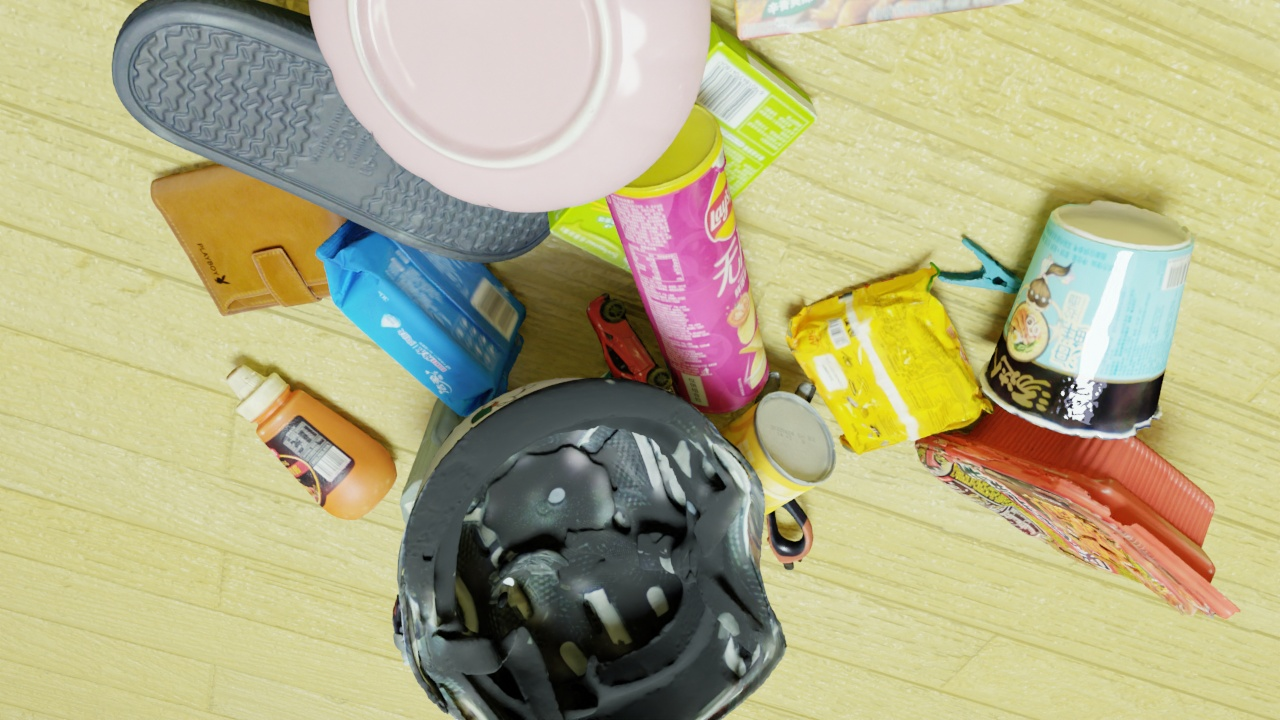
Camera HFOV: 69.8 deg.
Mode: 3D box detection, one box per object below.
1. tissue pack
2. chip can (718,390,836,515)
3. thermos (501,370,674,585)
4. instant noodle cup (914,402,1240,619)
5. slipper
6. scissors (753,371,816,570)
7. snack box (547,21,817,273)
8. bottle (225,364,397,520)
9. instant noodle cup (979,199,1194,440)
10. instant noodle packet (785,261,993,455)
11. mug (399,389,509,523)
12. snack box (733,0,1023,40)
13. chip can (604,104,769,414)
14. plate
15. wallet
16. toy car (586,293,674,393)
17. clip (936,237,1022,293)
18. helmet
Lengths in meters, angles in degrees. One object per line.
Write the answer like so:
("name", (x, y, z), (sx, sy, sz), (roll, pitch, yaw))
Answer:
("tissue pack", (-0.140, -0.038, 0.609), (0.052, 0.094, 0.157), (-26, 120, 31))
("chip can", (0.049, 0.102, 0.680), (0.072, 0.071, 0.214), (31, 137, -17))
("thermos", (-0.050, 0.092, 0.717), (0.073, 0.073, 0.225), (29, 124, -15))
("instant noodle cup", (0.302, 0.091, 0.631), (0.164, 0.189, 0.079), (34, 87, -20))
("slipper", (-0.153, -0.143, 0.530), (0.267, 0.083, 0.111), (17, 130, -40))
("scissors", (0.102, 0.095, 0.709), (0.202, 0.015, 0.206), (-26, 115, 39))
("snack box", (0.022, -0.119, 0.557), (0.085, 0.026, 0.157), (23, 128, -34))
("bottle", (-0.263, 0.060, 0.722), (0.067, 0.066, 0.149), (-34, 110, 27))
("instant noodle cup", (0.279, -0.031, 0.569), (0.111, 0.111, 0.121), (4, 119, 3))
("instant noodle packet", (0.171, 0.001, 0.636), (0.111, 0.044, 0.128), (-20, 120, 22))
("mug", (-0.129, 0.064, 0.680), (0.084, 0.103, 0.124), (3, 128, 4))
("snack box", (0.124, -0.219, 0.484), (0.154, 0.026, 0.075), (-4, 126, 10))
("chip can", (0.031, -0.052, 0.561), (0.071, 0.071, 0.211), (-7, 142, 12))
("plate", (-0.066, -0.150, 0.410), (0.192, 0.038, 0.193), (8, 124, 11))
("wallet", (-0.249, -0.082, 0.630), (0.131, 0.035, 0.119), (-9, 120, 13))
("toy car", (-0.004, 0.004, 0.621), (0.031, 0.106, 0.049), (-33, 156, -6))
("clip", (0.227, -0.058, 0.603), (0.054, 0.013, 0.033), (19, 128, -8))
("helmet", (-0.042, 0.124, 0.588), (0.229, 0.157, 0.274), (-28, 111, -12))
